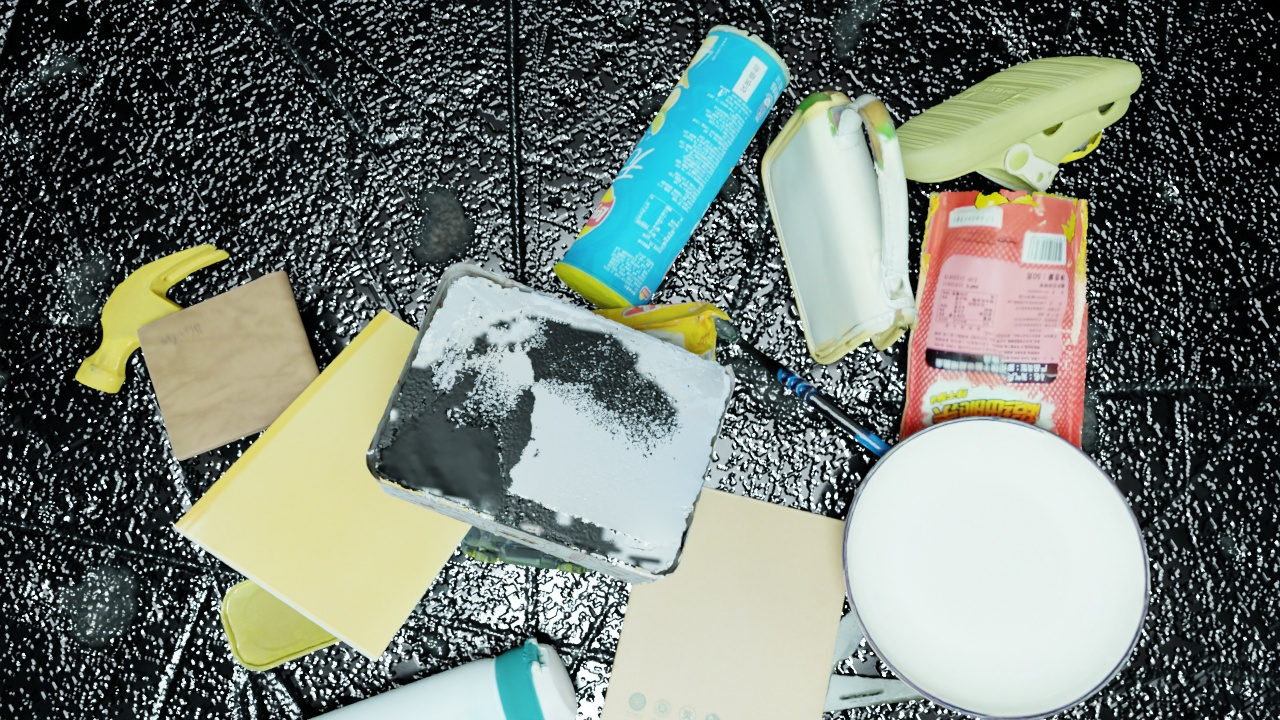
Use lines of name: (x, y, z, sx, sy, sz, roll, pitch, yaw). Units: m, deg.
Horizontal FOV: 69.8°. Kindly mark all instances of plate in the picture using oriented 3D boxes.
plate: (0.228, 0.134, 0.605, 0.192, 0.039, 0.192, -1, 76, 4)

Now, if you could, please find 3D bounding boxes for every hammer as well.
hammer: (-0.246, 0.018, 0.658, 0.301, 0.033, 0.128, 25, 85, 3)

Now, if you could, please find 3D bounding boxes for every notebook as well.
notebook: (0.059, 0.197, 0.633, 0.148, 0.008, 0.207, 13, 76, 3)
notebook: (-0.170, 0.070, 0.602, 0.146, 0.010, 0.205, 33, 52, -1)

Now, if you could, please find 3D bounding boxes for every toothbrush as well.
toothbrush: (0.119, 0.023, 0.655, 0.189, 0.016, 0.014, 39, 94, 11)

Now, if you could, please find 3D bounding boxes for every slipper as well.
slipper: (0.266, -0.159, 0.661, 0.190, 0.091, 0.082, -24, 121, -11)

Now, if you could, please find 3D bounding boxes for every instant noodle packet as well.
instant noodle packet: (-0.004, 0.004, 0.628, 0.128, 0.111, 0.044, -4, 46, 1)

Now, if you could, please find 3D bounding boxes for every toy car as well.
toy car: (-0.075, 0.121, 0.642, 0.105, 0.032, 0.048, 8, 75, -2)

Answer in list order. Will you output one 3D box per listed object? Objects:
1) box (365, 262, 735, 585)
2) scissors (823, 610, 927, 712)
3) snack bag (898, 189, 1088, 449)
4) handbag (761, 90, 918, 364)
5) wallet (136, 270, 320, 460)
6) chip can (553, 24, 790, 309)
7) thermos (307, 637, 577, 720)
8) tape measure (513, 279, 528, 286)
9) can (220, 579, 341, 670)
box: (-0.058, 0.040, 0.563, 0.182, 0.166, 0.150, 22, 71, -5)
scissors: (0.095, 0.242, 0.639, 0.189, 0.015, 0.225, 29, 83, 4)
snack bag: (0.252, -0.014, 0.647, 0.129, 0.073, 0.208, 3, 91, 7)
handbag: (0.143, -0.092, 0.597, 0.063, 0.179, 0.163, -14, 82, -7)
wallet: (-0.283, 0.004, 0.634, 0.115, 0.020, 0.101, -22, 83, 1)
chip can: (0.023, -0.132, 0.656, 0.071, 0.071, 0.210, 32, 84, 4)
thermos: (-0.154, 0.253, 0.613, 0.224, 0.073, 0.073, -19, 83, -3)
tape measure: (-0.088, -0.016, 0.661, 0.066, 0.033, 0.066, 44, 85, 6)
can: (-0.211, 0.159, 0.614, 0.102, 0.083, 0.057, -21, 84, -3)
